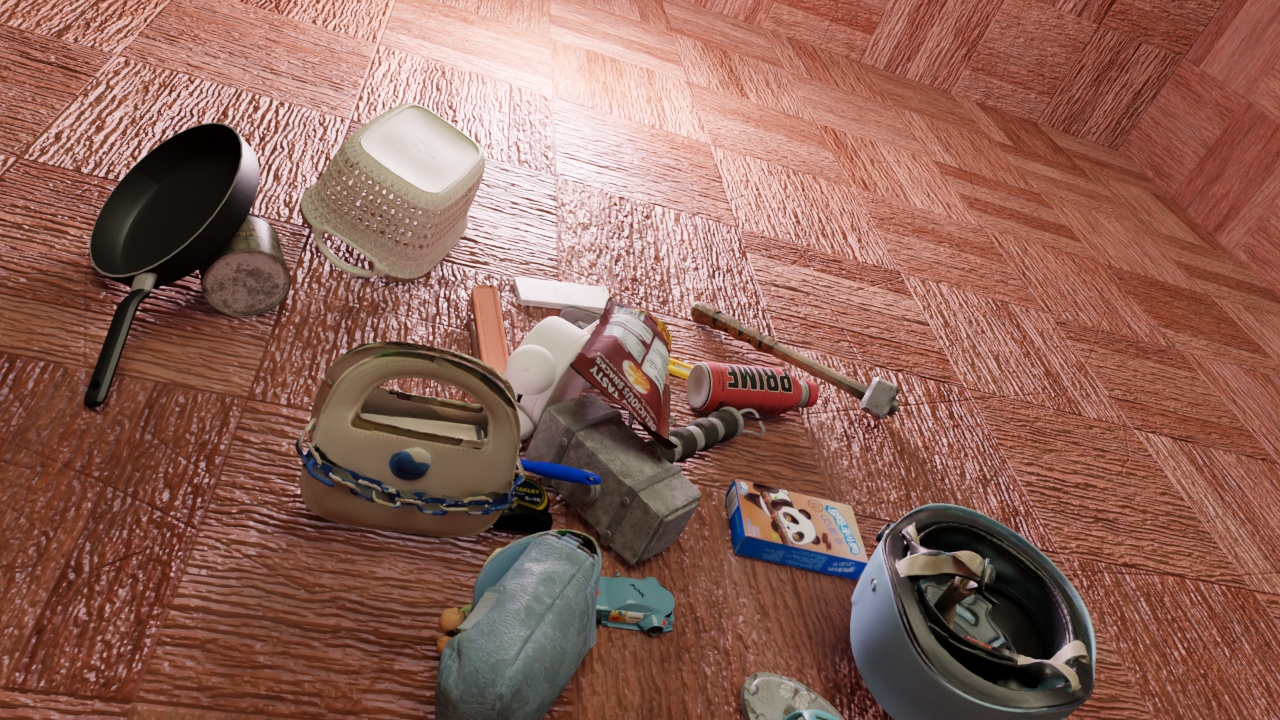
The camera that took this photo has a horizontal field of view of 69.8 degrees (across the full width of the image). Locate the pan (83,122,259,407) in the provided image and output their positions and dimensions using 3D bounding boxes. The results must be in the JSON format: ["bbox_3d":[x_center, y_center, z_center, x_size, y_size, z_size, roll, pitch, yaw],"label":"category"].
[{"bbox_3d":[-0.495,-0.101,0.943,0.204,0.044,0.354,-13,56,19],"label":"pan"}]

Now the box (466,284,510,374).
[{"bbox_3d":[-0.178,-0.025,1.089,0.059,0.056,0.186,39,22,-41],"label":"box"}]

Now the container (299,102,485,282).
[{"bbox_3d":[-0.308,-0.223,1.188,0.184,0.143,0.245,34,33,-9],"label":"container"}]

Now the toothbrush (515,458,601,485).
[{"bbox_3d":[-0.122,0.103,0.923,0.183,0.016,0.018,9,22,19],"label":"toothbrush"}]

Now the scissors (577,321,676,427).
[{"bbox_3d":[-0.013,0.012,1.129,0.175,0.014,0.141,41,45,-3],"label":"scissors"}]

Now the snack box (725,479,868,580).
[{"bbox_3d":[0.173,0.188,1.023,0.151,0.034,0.087,15,36,-13],"label":"snack box"}]

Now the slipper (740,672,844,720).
[{"bbox_3d":[0.186,0.369,0.775,0.098,0.055,0.268,-4,45,-38],"label":"slipper"}]

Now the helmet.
[{"bbox_3d":[0.307,0.259,0.889,0.225,0.167,0.264,39,39,17],"label":"helmet"}]

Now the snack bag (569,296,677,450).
[{"bbox_3d":[-0.006,0.006,0.991,0.139,0.067,0.207,48,16,-15],"label":"snack bag"}]

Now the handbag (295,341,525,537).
[{"bbox_3d":[-0.198,0.074,0.813,0.200,0.200,0.092,9,41,-16],"label":"handbag"}]

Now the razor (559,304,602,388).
[{"bbox_3d":[-0.063,-0.012,1.148,0.088,0.047,0.116,16,43,-12],"label":"razor"}]

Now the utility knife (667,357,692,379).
[{"bbox_3d":[0.050,0.010,1.207,0.151,0.017,0.030,23,44,-7],"label":"utility knife"}]

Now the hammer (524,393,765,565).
[{"bbox_3d":[0.039,0.097,1.037,0.177,0.080,0.325,41,33,23],"label":"hammer"}]

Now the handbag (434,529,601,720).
[{"bbox_3d":[-0.106,0.224,0.747,0.119,0.122,0.191,17,33,20],"label":"handbag"}]

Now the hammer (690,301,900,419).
[{"bbox_3d":[0.212,-0.004,1.275,0.319,0.049,0.121,28,0,16],"label":"hammer"}]

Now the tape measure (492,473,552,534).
[{"bbox_3d":[-0.121,0.143,0.908,0.061,0.034,0.061,17,38,-27],"label":"tape measure"}]

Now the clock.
[{"bbox_3d":[-0.110,0.014,1.005,0.073,0.126,0.160,30,28,11],"label":"clock"}]

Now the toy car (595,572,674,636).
[{"bbox_3d":[-0.016,0.224,0.867,0.107,0.028,0.060,12,36,-17],"label":"toy car"}]

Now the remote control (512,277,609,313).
[{"bbox_3d":[-0.103,-0.087,1.245,0.135,0.011,0.050,5,39,-25],"label":"remote control"}]

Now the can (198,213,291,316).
[{"bbox_3d":[-0.435,-0.105,1.003,0.089,0.090,0.074,-2,43,-33],"label":"can"}]

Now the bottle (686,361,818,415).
[{"bbox_3d":[0.150,0.038,1.184,0.176,0.062,0.062,5,39,-25],"label":"bottle"}]
